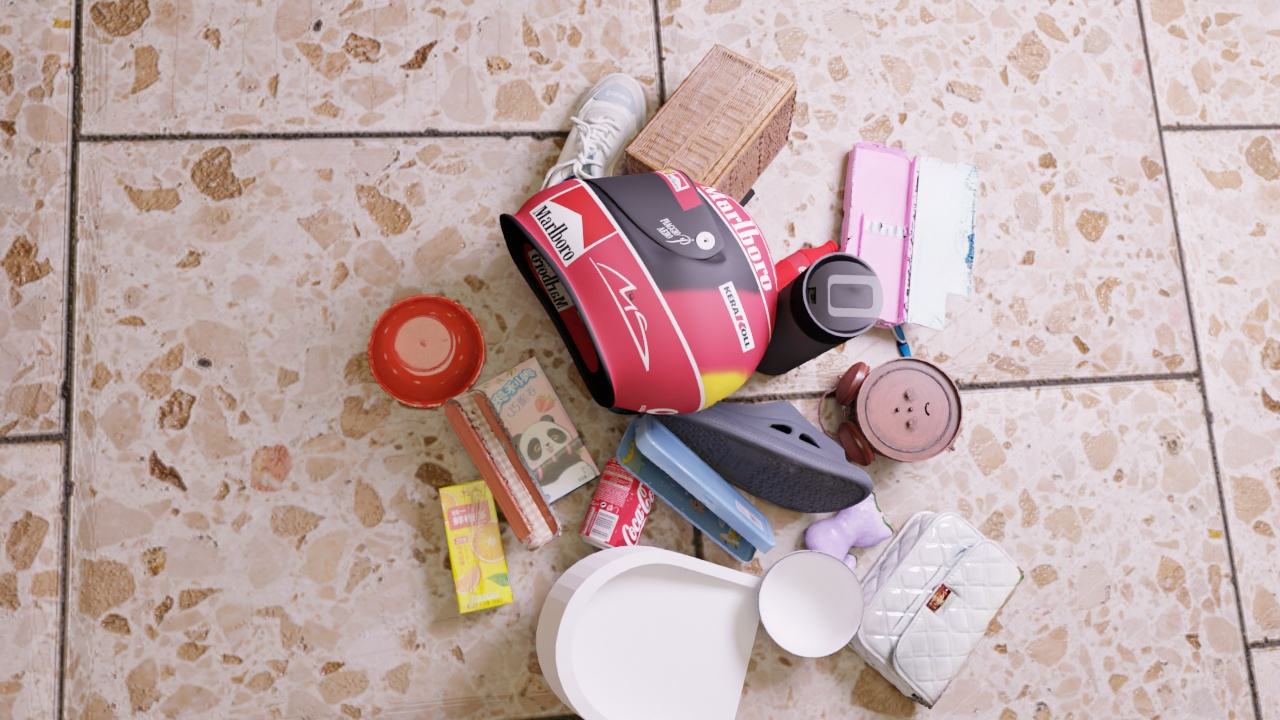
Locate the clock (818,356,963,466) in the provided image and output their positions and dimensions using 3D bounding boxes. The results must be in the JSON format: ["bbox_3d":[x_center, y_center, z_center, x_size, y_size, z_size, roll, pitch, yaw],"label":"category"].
[{"bbox_3d":[0.284,0.059,1.053,0.158,0.072,0.120,-1,81,1],"label":"clock"}]

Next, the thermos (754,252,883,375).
[{"bbox_3d":[0.173,-0.042,0.974,0.082,0.241,0.082,1,80,-8],"label":"thermos"}]

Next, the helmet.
[{"bbox_3d":[0.019,-0.080,0.929,0.224,0.198,0.271,-28,82,-13],"label":"helmet"}]

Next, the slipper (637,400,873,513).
[{"bbox_3d":[0.130,0.091,1.029,0.268,0.111,0.083,21,52,0],"label":"slipper"}]

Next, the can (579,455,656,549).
[{"bbox_3d":[-0.021,0.157,1.003,0.064,0.064,0.104,23,78,-4],"label":"can"}]

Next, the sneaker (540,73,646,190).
[{"bbox_3d":[-0.052,-0.231,1.051,0.089,0.091,0.242,23,77,-3],"label":"sneaker"}]

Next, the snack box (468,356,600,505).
[{"bbox_3d":[-0.119,0.082,1.019,0.088,0.033,0.154,-29,85,-12],"label":"snack box"}]

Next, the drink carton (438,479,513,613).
[{"bbox_3d":[-0.177,0.197,0.986,0.058,0.043,0.134,-10,82,-9],"label":"drink carton"}]

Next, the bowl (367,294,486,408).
[{"bbox_3d":[-0.237,-0.014,1.011,0.130,0.045,0.130,1,80,-8],"label":"bowl"}]

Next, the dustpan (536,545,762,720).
[{"bbox_3d":[0.021,0.296,0.950,0.257,0.053,0.191,21,77,-24],"label":"dustpan"}]

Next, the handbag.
[{"bbox_3d":[0.328,0.274,1.030,0.139,0.072,0.194,41,78,-1],"label":"handbag"}]

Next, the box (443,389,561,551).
[{"bbox_3d":[-0.144,0.116,0.979,0.063,0.056,0.188,-27,87,-50],"label":"box"}]

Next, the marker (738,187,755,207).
[{"bbox_3d":[0.095,-0.161,1.096,0.017,0.021,0.123,41,76,-1],"label":"marker"}]

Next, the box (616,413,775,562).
[{"bbox_3d":[0.058,0.144,1.001,0.059,0.068,0.210,-41,110,19],"label":"box"}]

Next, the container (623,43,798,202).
[{"bbox_3d":[0.080,-0.247,1.054,0.113,0.114,0.198,35,75,15],"label":"container"}]

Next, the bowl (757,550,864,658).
[{"bbox_3d":[0.185,0.264,1.009,0.113,0.063,0.113,-1,83,4],"label":"bowl"}]

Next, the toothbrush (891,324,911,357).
[{"bbox_3d":[0.318,-0.022,1.106,0.016,0.017,0.189,-18,84,-10],"label":"toothbrush"}]

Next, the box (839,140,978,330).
[{"bbox_3d":[0.322,-0.147,1.107,0.159,0.035,0.230,10,74,-3],"label":"box"}]

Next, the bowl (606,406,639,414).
[{"bbox_3d":[-0.006,0.006,1.036,0.110,0.055,0.110,1,81,-7],"label":"bowl"}]

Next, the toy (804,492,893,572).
[{"bbox_3d":[0.239,0.203,1.049,0.099,0.036,0.080,-28,95,-7],"label":"toy"}]

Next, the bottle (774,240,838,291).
[{"bbox_3d":[0.184,-0.109,1.092,0.119,0.036,0.036,-31,86,-12],"label":"bottle"}]
